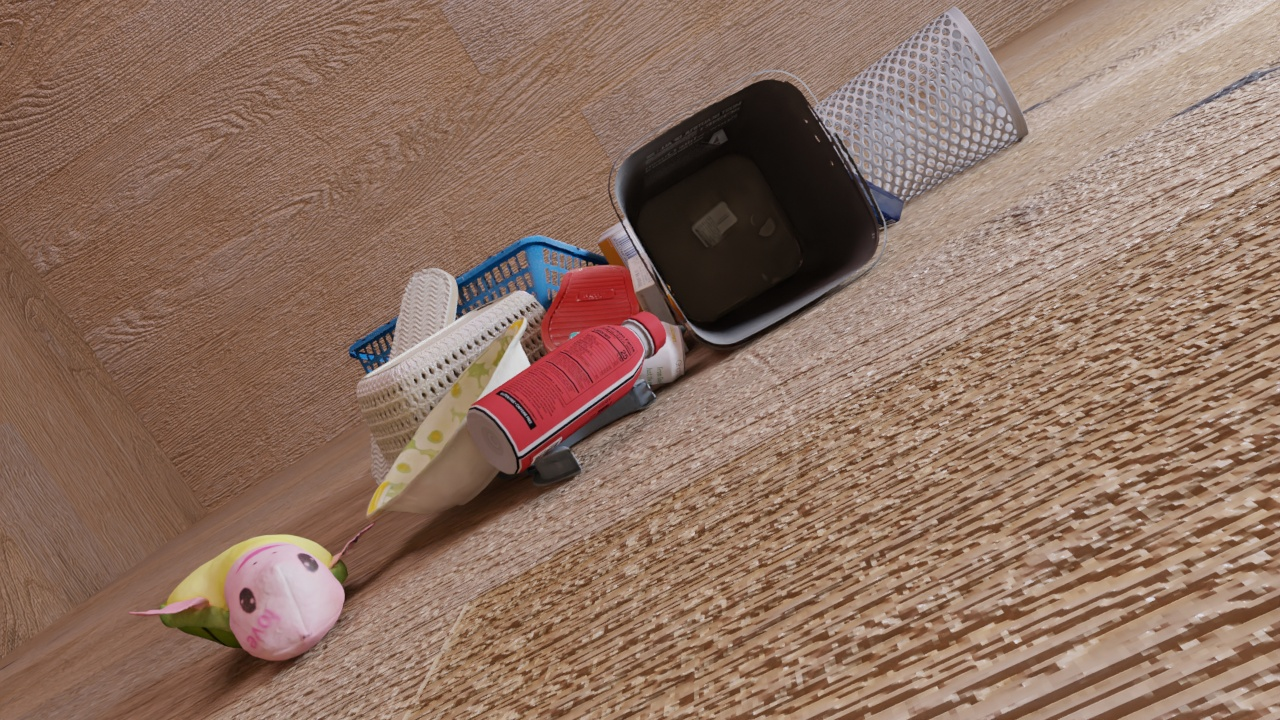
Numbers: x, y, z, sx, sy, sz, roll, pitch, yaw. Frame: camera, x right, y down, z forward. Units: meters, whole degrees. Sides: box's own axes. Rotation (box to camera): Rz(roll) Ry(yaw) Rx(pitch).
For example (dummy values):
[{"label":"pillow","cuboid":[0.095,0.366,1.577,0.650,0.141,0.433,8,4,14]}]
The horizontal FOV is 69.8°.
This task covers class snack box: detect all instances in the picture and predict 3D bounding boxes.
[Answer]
[{"label":"snack box","cuboid":[0.202,-0.160,0.984,0.150,0.082,0.027,-13,59,68]},{"label":"snack box","cuboid":[0.017,-0.061,0.970,0.026,0.082,0.150,-25,18,4]}]

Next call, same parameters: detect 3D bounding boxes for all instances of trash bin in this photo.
[{"label":"trash bin","cuboid":[0.088,-0.129,0.877,0.197,0.197,0.220,-31,2,0]},{"label":"trash bin","cuboid":[0.297,-0.262,1.003,0.184,0.156,0.156,-31,8,20]}]

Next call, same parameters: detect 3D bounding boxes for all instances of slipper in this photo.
[{"label":"slipper","cuboid":[-0.046,-0.039,0.961,0.103,0.059,0.248,-3,24,3]},{"label":"slipper","cuboid":[-0.267,0.023,1.115,0.115,0.272,0.054,6,-6,39]}]

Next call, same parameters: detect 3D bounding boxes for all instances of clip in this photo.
[{"label":"clip","cuboid":[-0.047,0.056,0.789,0.164,0.031,0.173,-33,10,-27]}]

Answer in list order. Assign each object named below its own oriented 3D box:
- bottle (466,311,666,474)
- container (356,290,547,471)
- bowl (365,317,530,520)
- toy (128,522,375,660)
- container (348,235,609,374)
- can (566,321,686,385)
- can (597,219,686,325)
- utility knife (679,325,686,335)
[{"label":"bottle","cuboid":[-0.050,0.017,0.721,0.176,0.062,0.062,-36,10,-31]},{"label":"container","cuboid":[-0.182,0.032,1.000,0.185,0.143,0.250,-13,19,50]},{"label":"bowl","cuboid":[-0.148,0.065,0.799,0.219,0.060,0.188,-50,15,2]},{"label":"toy","cuboid":[-0.299,0.182,0.728,0.189,0.087,0.239,-13,0,-40]},{"label":"container","cuboid":[-0.180,-0.027,1.237,0.363,0.089,0.256,-26,-21,31]},{"label":"can","cuboid":[-0.013,-0.003,0.812,0.101,0.055,0.055,-7,8,-2]},{"label":"can","cuboid":[0.013,-0.110,1.135,0.079,0.142,0.079,-30,8,5]},{"label":"utility knife","cuboid":[-0.006,0.006,0.983,0.147,0.015,0.022,-38,21,-25]}]
